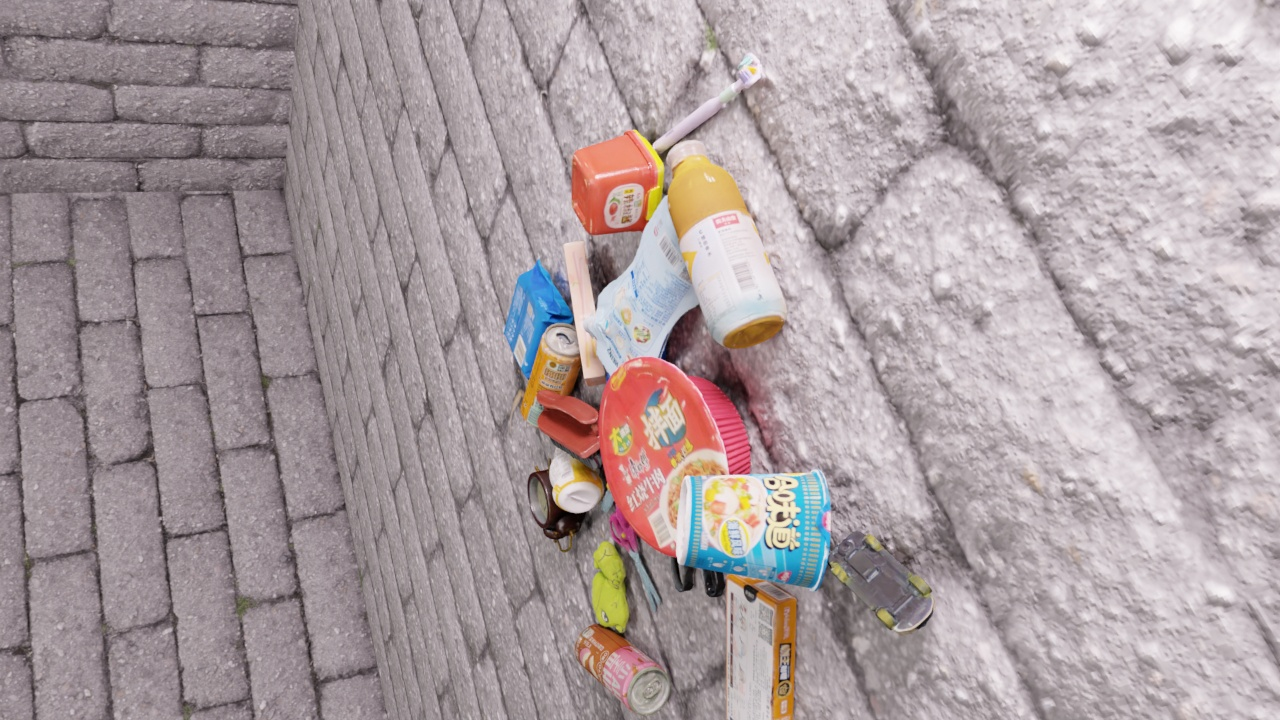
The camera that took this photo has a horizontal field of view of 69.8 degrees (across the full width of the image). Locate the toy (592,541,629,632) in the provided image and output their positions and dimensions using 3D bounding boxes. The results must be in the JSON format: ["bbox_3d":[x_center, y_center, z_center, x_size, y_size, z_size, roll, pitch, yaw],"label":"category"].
[{"bbox_3d":[-0.037,0.275,1.114,0.096,0.031,0.100,46,130,49],"label":"toy"}]

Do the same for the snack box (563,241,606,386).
[{"bbox_3d":[-0.064,-0.052,1.066,0.084,0.026,0.157,101,158,-83],"label":"snack box"}]

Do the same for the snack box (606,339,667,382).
[{"bbox_3d":[-0.006,0.006,0.984,0.085,0.026,0.157,22,108,60],"label":"snack box"}]

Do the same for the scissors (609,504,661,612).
[{"bbox_3d":[-0.008,0.233,1.070,0.077,0.017,0.137,-46,59,55],"label":"scissors"}]

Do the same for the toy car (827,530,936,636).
[{"bbox_3d":[0.178,0.164,0.672,0.035,0.042,0.090,47,178,-37],"label":"toy car"}]

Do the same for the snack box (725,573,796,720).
[{"bbox_3d":[0.109,0.277,0.842,0.075,0.026,0.154,20,114,59],"label":"snack box"}]

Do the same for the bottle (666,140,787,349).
[{"bbox_3d":[0.067,-0.104,0.793,0.068,0.068,0.189,-50,52,54],"label":"bottle"}]

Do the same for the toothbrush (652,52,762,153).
[{"bbox_3d":[0.055,-0.227,0.841,0.190,0.021,0.029,159,114,-64],"label":"toothbrush"}]

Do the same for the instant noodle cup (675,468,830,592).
[{"bbox_3d":[0.086,0.130,0.731,0.099,0.110,0.099,179,96,-88],"label":"instant noodle cup"}]

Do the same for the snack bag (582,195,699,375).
[{"bbox_3d":[0.007,-0.060,0.908,0.110,0.038,0.191,52,128,24],"label":"snack bag"}]

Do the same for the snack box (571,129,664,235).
[{"bbox_3d":[-0.026,-0.176,0.929,0.091,0.080,0.082,96,153,-48],"label":"snack box"}]

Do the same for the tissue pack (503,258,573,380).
[{"bbox_3d":[-0.133,-0.048,1.203,0.095,0.052,0.157,61,145,33],"label":"tissue pack"}]

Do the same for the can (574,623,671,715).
[{"bbox_3d":[-0.024,0.360,1.077,0.147,0.057,0.058,11,105,61],"label":"can"}]

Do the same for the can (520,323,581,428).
[{"bbox_3d":[-0.111,0.022,1.171,0.058,0.058,0.146,63,146,34],"label":"can"}]

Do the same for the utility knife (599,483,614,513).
[{"bbox_3d":[-0.015,0.115,1.050,0.033,0.015,0.193,65,144,37],"label":"utility knife"}]

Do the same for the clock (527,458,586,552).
[{"bbox_3d":[-0.107,0.191,1.203,0.082,0.055,0.122,-34,68,59],"label":"clock"}]

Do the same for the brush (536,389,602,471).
[{"bbox_3d":[-0.080,0.074,1.099,0.146,0.063,0.069,21,139,56],"label":"brush"}]

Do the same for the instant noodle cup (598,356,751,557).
[{"bbox_3d":[0.039,0.087,0.873,0.194,0.065,0.194,17,112,50],"label":"instant noodle cup"}]

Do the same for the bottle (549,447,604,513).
[{"bbox_3d":[-0.082,0.135,1.137,0.108,0.063,0.063,-108,26,-50],"label":"bottle"}]

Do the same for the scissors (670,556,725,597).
[{"bbox_3d":[0.053,0.164,0.943,0.170,0.014,0.160,56,138,44],"label":"scissors"}]
